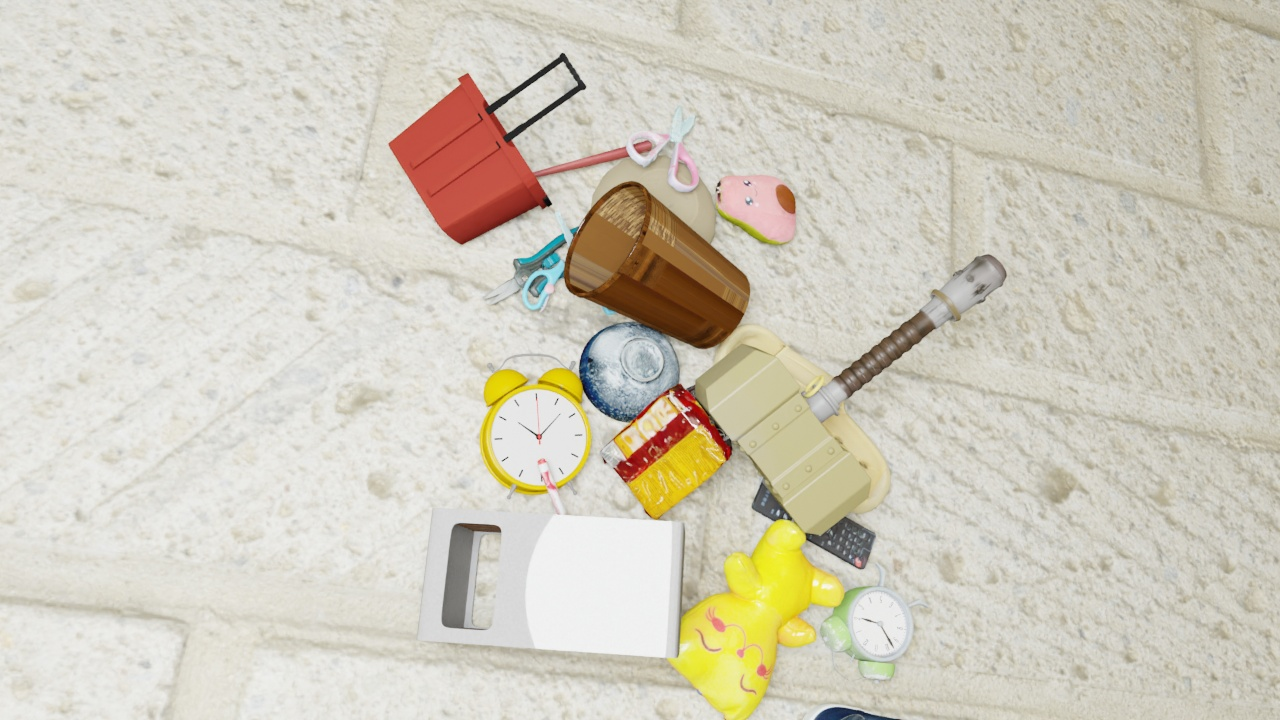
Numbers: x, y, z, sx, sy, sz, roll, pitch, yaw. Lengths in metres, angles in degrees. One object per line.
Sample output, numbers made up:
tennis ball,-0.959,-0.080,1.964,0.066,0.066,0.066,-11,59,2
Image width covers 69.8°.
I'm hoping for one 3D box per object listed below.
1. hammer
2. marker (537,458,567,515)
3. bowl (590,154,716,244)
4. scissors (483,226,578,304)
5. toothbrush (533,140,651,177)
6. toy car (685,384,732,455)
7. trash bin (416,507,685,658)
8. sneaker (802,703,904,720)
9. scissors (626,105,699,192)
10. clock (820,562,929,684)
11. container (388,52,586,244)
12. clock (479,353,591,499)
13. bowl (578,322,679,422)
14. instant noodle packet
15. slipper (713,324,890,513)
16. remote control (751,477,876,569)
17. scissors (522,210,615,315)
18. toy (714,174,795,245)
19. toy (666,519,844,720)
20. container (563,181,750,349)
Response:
hammer,0.238,0.004,0.940,0.325,0.100,0.190,-38,98,1
marker,-0.076,0.164,0.932,0.012,0.013,0.142,-25,104,-22
bowl,0.021,-0.175,1.065,0.152,0.051,0.152,5,73,-15
scissors,-0.109,-0.109,1.023,0.127,0.019,0.142,17,77,-18
toothbrush,-0.078,-0.228,1.055,0.189,0.016,0.016,-16,72,-11
toy car,0.076,0.069,1.006,0.040,0.037,0.092,-21,109,-22
trash bin,-0.076,0.207,0.855,0.229,0.114,0.114,3,75,4
sneaker,0.316,0.433,0.941,0.294,0.127,0.120,22,68,-12
scissors,0.028,-0.267,1.076,0.103,0.016,0.178,26,44,-17
clock,0.251,0.294,1.003,0.094,0.043,0.119,41,67,-1
container,-0.145,-0.229,0.969,0.201,0.127,0.148,-33,85,1
clock,-0.109,0.067,0.957,0.113,0.052,0.152,-1,79,-17
bowl,-0.006,0.006,1.000,0.114,0.061,0.114,5,72,-15
instant noodle packet,0.025,0.097,0.953,0.098,0.136,0.039,53,30,12
slipper,0.189,0.065,1.034,0.261,0.079,0.111,46,71,0
remote control,0.193,0.182,1.031,0.150,0.022,0.047,31,68,-8
scissors,-0.067,-0.096,1.022,0.133,0.015,0.135,39,78,-20
toy,0.137,-0.184,1.101,0.110,0.051,0.090,8,71,-19
toy,0.110,0.260,0.950,0.134,0.088,0.193,48,70,-17
container,0.024,-0.092,0.984,0.167,0.132,0.132,29,66,-33
